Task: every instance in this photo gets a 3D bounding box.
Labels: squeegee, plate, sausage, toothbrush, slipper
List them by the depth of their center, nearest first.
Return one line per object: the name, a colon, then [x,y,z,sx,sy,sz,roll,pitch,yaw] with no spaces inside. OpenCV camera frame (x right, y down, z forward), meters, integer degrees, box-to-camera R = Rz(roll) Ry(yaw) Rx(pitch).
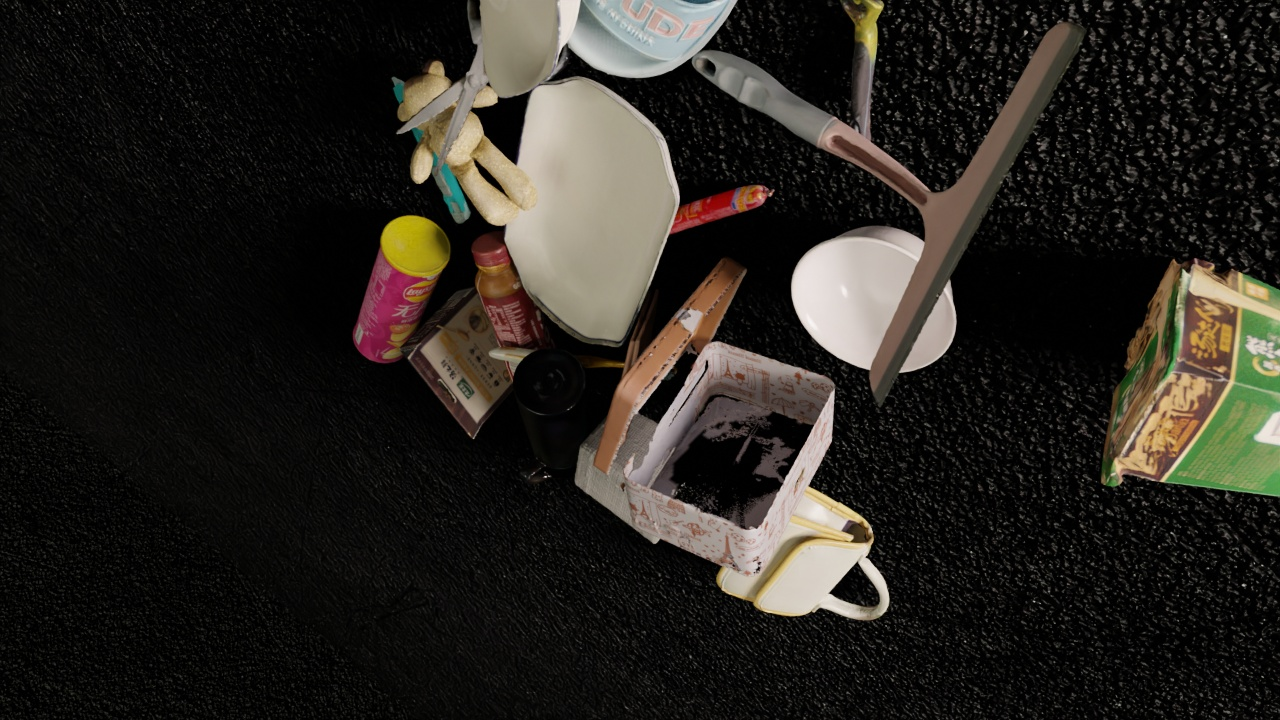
slipper: [0.023,-0.258,0.566,0.104,0.074,0.246,43,142,-8]
squeegee: [0.124,-0.143,0.593,0.249,0.040,0.248,44,134,31]
plate: [-0.076,-0.267,0.619,0.164,0.034,0.164,17,116,63]
sausage: [0.045,-0.119,0.743,0.156,0.020,0.020,-10,122,46]
plate: [-0.041,-0.122,0.780,0.162,0.034,0.266,41,143,15]
toothbrush: [-0.059,0.003,0.909,0.191,0.018,0.016,6,125,7]

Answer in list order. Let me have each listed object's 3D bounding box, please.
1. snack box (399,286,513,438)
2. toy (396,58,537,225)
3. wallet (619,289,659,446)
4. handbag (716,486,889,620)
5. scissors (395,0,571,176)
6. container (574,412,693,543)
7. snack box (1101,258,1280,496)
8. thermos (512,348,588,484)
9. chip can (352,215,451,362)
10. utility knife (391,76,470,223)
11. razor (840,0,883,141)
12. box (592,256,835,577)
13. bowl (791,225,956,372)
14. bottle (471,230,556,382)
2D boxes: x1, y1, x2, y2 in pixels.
snack box: [-0.186,0.002,0.977,0.053,0.125,0.113,-6,125,47]
toy: [-0.147,-0.183,0.780,0.105,0.066,0.157,-44,77,22]
wallet: [-0.005,0.005,0.830,0.020,0.101,0.115,13,122,3]
handbag: [0.178,0.214,0.943,0.179,0.063,0.164,25,137,3]
scissors: [-0.126,-0.224,0.716,0.176,0.014,0.159,5,106,22]
container: [-0.003,0.117,0.980,0.114,0.090,0.090,32,143,15]
snack box: [0.355,0.017,0.549,0.106,0.117,0.118,17,142,19]
thermos: [-0.094,0.073,0.956,0.068,0.089,0.243,37,160,13]
chip can: [-0.267,-0.073,1.014,0.071,0.071,0.211,40,144,-2]
utility knife: [-0.198,-0.195,0.870,0.029,0.013,0.157,7,133,34]
razor: [0.141,-0.190,0.582,0.043,0.022,0.143,32,147,37]
box: [0.065,0.035,0.760,0.156,0.182,0.193,20,143,22]
bowl: [0.176,-0.056,0.660,0.118,0.064,0.118,23,142,19]
bottle: [-0.127,-0.048,0.931,0.057,0.057,0.175,14,137,29]
